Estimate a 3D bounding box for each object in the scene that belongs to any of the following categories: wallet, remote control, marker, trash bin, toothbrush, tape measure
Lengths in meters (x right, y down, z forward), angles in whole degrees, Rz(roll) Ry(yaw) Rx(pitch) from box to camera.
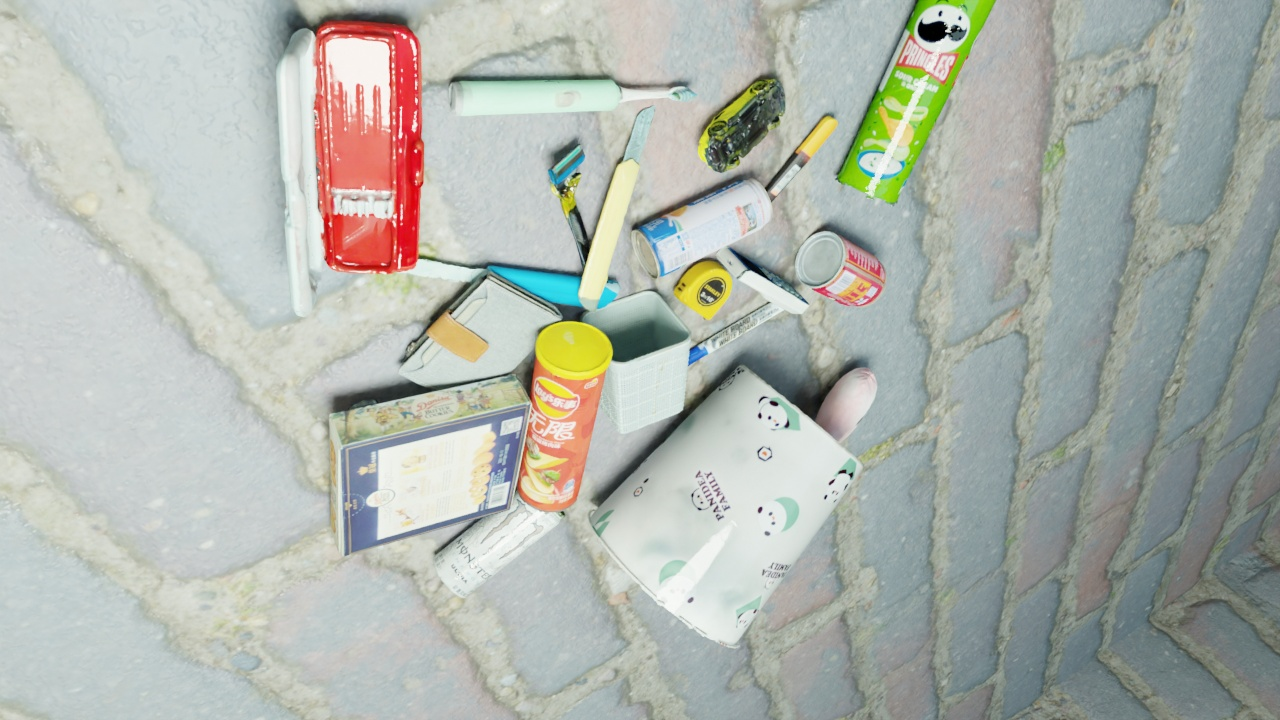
[{"bbox_3d":[-0.149,-0.016,0.855,0.130,0.037,0.106,-44,140,17],"label":"wallet"},{"bbox_3d":[0.134,-0.084,0.994,0.124,0.049,0.024,24,112,-43],"label":"remote control"},{"bbox_3d":[0.156,-0.199,0.941,0.018,0.015,0.124,26,110,-43],"label":"marker"},{"bbox_3d":[0.105,-0.032,1.040,0.145,0.017,0.017,-30,136,-10],"label":"marker"},{"bbox_3d":[0.105,0.157,1.059,0.252,0.229,0.229,-50,136,2],"label":"trash bin"},{"bbox_3d":[-0.051,-0.221,0.769,0.224,0.027,0.026,-10,123,-28],"label":"toothbrush"},{"bbox_3d":[0.067,-0.078,0.968,0.057,0.029,0.060,-50,136,12],"label":"tape measure"}]

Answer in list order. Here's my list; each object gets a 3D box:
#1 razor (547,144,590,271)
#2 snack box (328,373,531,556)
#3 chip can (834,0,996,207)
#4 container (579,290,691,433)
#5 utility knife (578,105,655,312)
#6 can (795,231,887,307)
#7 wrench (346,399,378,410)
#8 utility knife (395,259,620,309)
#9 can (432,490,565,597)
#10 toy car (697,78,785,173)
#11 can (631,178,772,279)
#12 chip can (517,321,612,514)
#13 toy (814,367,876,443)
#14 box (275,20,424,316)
[{"bbox_3d":[-0.059,-0.132,0.843,0.042,0.022,0.143,-47,147,-25],"label":"razor"},{"bbox_3d":[-0.207,0.103,0.894,0.182,0.045,0.178,-12,142,-27],"label":"snack box"},{"bbox_3d":[0.276,-0.276,0.918,0.072,0.072,0.237,0,125,-34],"label":"chip can"},{"bbox_3d":[-0.006,0.006,0.945,0.089,0.090,0.112,-19,136,-20],"label":"container"},{"bbox_3d":[-0.022,-0.138,0.852,0.030,0.021,0.202,-1,121,-45],"label":"utility knife"},{"bbox_3d":[0.227,-0.100,1.031,0.093,0.066,0.067,17,113,-42],"label":"can"},{"bbox_3d":[-0.166,0.062,0.932,0.272,0.016,0.056,1,129,-34],"label":"wrench"},{"bbox_3d":[-0.120,-0.074,0.849,0.234,0.018,0.034,6,135,-37],"label":"utility knife"},{"bbox_3d":[-0.157,0.197,1.018,0.146,0.058,0.058,-38,137,-1],"label":"can"},{"bbox_3d":[0.095,-0.224,0.866,0.105,0.032,0.048,-44,138,-12],"label":"toy car"},{"bbox_3d":[0.061,-0.131,0.901,0.134,0.053,0.053,-27,135,-14],"label":"can"},{"bbox_3d":[-0.081,0.062,0.916,0.073,0.073,0.217,-12,140,-26],"label":"chip can"},{"bbox_3d":[0.247,0.077,1.178,0.160,0.054,0.121,-53,173,16],"label":"toy"},{"bbox_3d":[-0.213,-0.136,0.675,0.110,0.100,0.202,-3,127,-19],"label":"box"}]
